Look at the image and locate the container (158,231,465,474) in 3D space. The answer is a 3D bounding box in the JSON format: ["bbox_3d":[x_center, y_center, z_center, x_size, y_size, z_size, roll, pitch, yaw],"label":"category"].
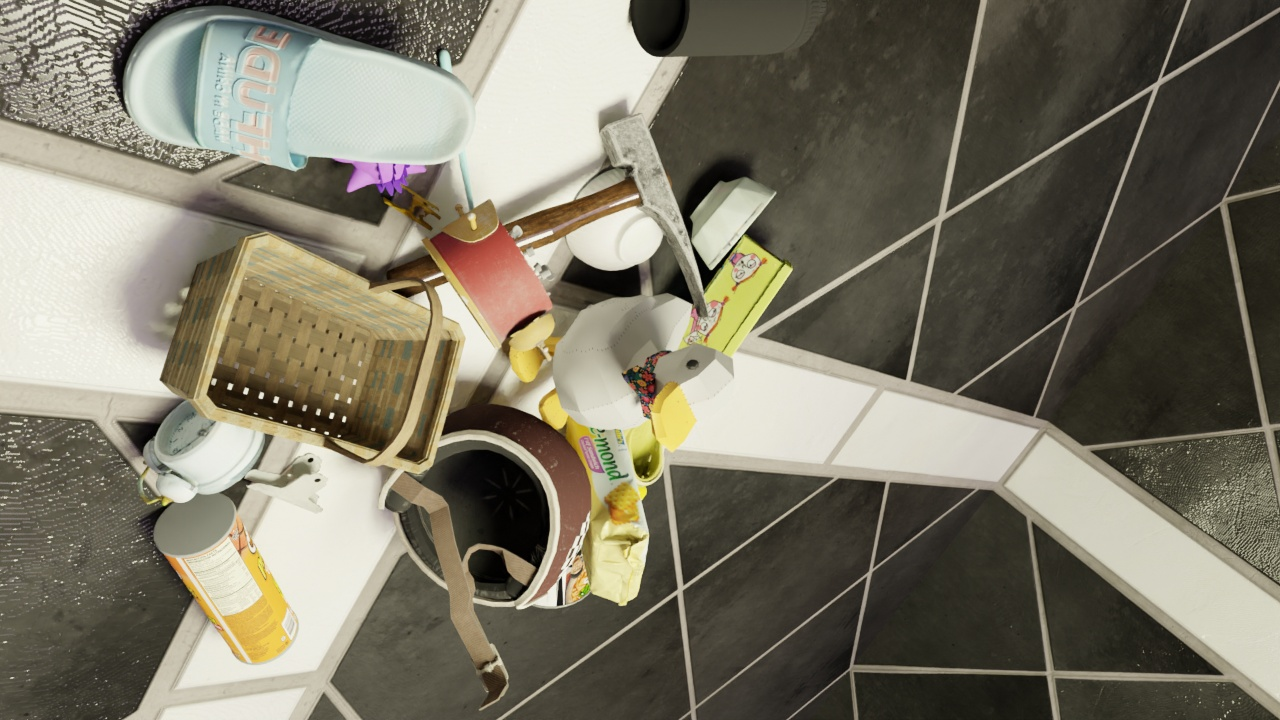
[{"bbox_3d":[-0.248,0.004,0.777,0.249,0.187,0.157,29,70,-53],"label":"container"}]

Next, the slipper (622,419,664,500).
[{"bbox_3d":[-0.003,0.144,1.281,0.091,0.081,0.191,-8,127,-44],"label":"slipper"}]

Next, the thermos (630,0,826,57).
[{"bbox_3d":[0.094,-0.343,0.896,0.198,0.086,0.086,-15,134,-36],"label":"thermos"}]

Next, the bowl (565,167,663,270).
[{"bbox_3d":[-0.017,-0.144,0.999,0.117,0.062,0.118,-26,140,-25],"label":"bowl"}]

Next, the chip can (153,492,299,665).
[{"bbox_3d":[-0.421,0.230,0.947,0.075,0.075,0.215,-28,141,-24],"label":"chip can"}]

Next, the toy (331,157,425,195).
[{"bbox_3d":[-0.216,-0.185,0.765,0.105,0.056,0.088,-23,137,-28],"label":"toy"}]

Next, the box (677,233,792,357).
[{"bbox_3d":[0.099,-0.050,1.149,0.221,0.082,0.124,-53,180,10],"label":"box"}]

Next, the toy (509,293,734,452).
[{"bbox_3d":[-0.007,0.006,0.994,0.141,0.268,0.245,63,38,-28],"label":"toy"}]

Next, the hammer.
[{"bbox_3d":[-0.092,-0.093,0.917,0.300,0.037,0.218,-24,99,-13],"label":"hammer"}]

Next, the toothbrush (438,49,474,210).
[{"bbox_3d":[-0.164,-0.187,0.826,0.016,0.016,0.181,-7,122,-6],"label":"toothbrush"}]

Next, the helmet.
[{"bbox_3d":[-0.163,0.171,0.992,0.234,0.233,0.253,-55,177,4],"label":"helmet"}]

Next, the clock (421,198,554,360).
[{"bbox_3d":[-0.121,-0.068,0.832,0.081,0.117,0.159,-34,114,-8],"label":"clock"}]

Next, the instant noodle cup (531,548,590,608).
[{"bbox_3d":[-0.120,0.246,1.240,0.123,0.124,0.122,-20,128,-32],"label":"instant noodle cup"}]

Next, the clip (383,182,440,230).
[{"bbox_3d":[-0.201,-0.139,0.837,0.054,0.050,0.044,34,63,-53],"label":"clip"}]

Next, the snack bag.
[{"bbox_3d":[-0.048,0.166,1.139,0.068,0.247,0.160,-7,140,-11],"label":"snack bag"}]

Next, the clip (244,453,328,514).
[{"bbox_3d":[-0.358,0.122,0.961,0.056,0.046,0.101,-42,145,2],"label":"clip"}]

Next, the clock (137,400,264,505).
[{"bbox_3d":[-0.398,0.083,0.822,0.117,0.083,0.057,-42,139,-11],"label":"clock"}]

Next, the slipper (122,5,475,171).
[{"bbox_3d":[-0.242,-0.189,0.671,0.245,0.074,0.104,4,119,-19],"label":"slipper"}]

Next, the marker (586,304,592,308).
[{"bbox_3d":[-0.020,-0.040,1.136,0.017,0.017,0.145,-52,144,8],"label":"marker"}]

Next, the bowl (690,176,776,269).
[{"bbox_3d":[0.099,-0.170,1.074,0.117,0.061,0.117,-50,-179,1],"label":"bowl"}]
